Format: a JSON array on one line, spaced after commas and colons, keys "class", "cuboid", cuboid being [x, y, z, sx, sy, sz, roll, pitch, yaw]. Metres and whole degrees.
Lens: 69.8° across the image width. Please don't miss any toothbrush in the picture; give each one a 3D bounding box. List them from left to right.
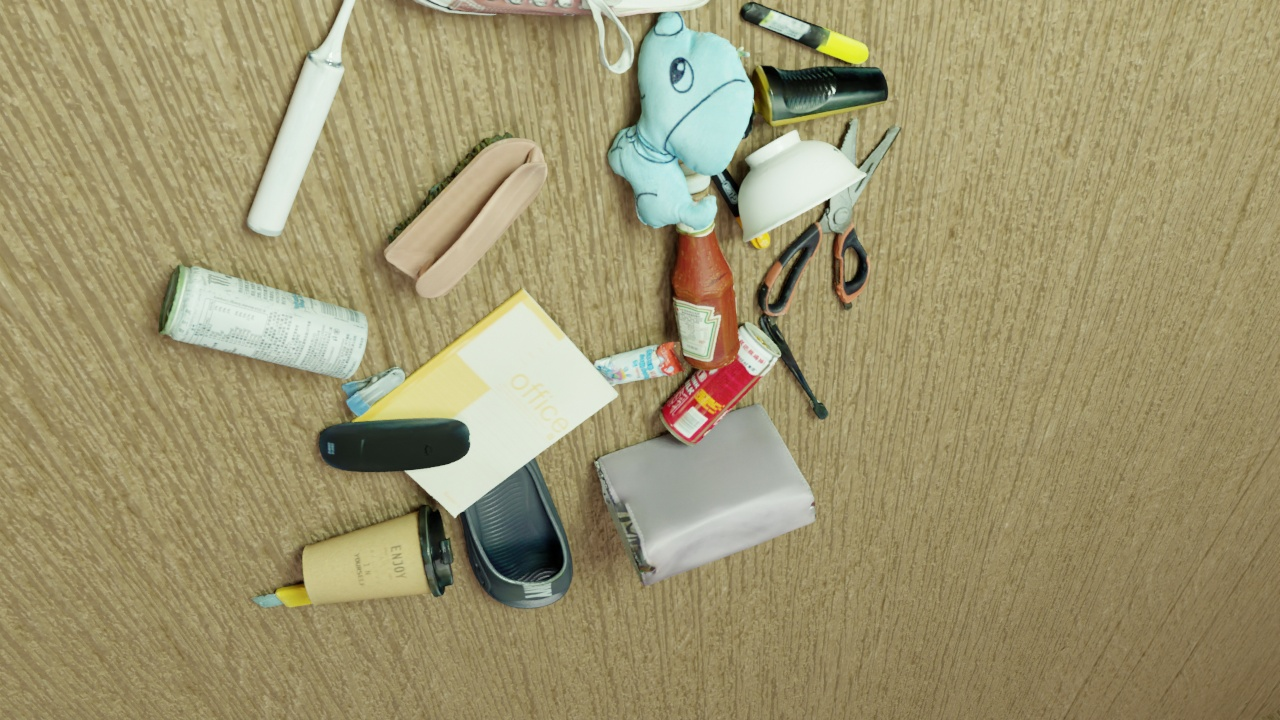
[{"class": "toothbrush", "cuboid": [-0.230, -0.184, 0.644, 0.221, 0.026, 0.026, -58, 165, 26]}, {"class": "toothbrush", "cuboid": [0.167, 0.008, 0.995, 0.015, 0.018, 0.181, -35, 131, 4]}]

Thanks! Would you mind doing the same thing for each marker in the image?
[{"class": "marker", "cuboid": [0.087, -0.144, 0.829, 0.018, 0.015, 0.124, -38, 131, 3]}, {"class": "marker", "cuboid": [0.135, -0.267, 0.749, 0.124, 0.015, 0.018, 9, 122, -27]}]

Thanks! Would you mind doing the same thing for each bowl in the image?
[{"class": "bowl", "cuboid": [0.126, -0.158, 0.791, 0.118, 0.118, 0.065, -30, 95, 1]}]

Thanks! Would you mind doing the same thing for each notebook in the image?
[{"class": "notebook", "cuboid": [-0.144, 0.045, 0.864, 0.206, 0.010, 0.146, -36, 117, 8]}]

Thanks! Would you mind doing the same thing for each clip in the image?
[{"class": "clip", "cuboid": [-0.237, 0.023, 0.823, 0.058, 0.044, 0.027, -30, 133, -6]}]

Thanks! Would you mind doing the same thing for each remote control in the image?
[{"class": "remote control", "cuboid": [-0.226, 0.080, 0.845, 0.136, 0.024, 0.053, -3, 115, -9]}]

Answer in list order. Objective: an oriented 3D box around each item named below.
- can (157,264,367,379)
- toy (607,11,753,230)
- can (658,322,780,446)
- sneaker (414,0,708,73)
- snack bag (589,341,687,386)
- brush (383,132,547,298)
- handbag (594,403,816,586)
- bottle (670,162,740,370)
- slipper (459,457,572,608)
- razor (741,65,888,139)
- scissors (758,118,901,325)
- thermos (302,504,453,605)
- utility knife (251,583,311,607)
[{"class": "can", "cuboid": [-0.294, -0.029, 0.725, 0.146, 0.058, 0.058, 16, 119, -34]}, {"class": "toy", "cuboid": [0.033, -0.185, 0.720, 0.157, 0.049, 0.161, -22, 101, 36]}, {"class": "can", "cuboid": [0.081, 0.024, 0.941, 0.053, 0.053, 0.133, 27, 113, -38]}, {"class": "sneaker", "cuboid": [-0.050, -0.265, 0.615, 0.240, 0.087, 0.118, -4, 129, -22]}, {"class": "snack bag", "cuboid": [-0.005, 0.005, 0.894, 0.105, 0.026, 0.045, -12, 139, 19]}, {"class": "brush", "cuboid": [-0.129, -0.115, 0.718, 0.146, 0.073, 0.063, -43, 131, 11]}, {"class": "handbag", "cuboid": [0.068, 0.145, 0.976, 0.197, 0.145, 0.098, -19, 130, -8]}, {"class": "bottle", "cuboid": [0.055, -0.084, 0.838, 0.059, 0.059, 0.206, -18, 130, -9]}, {"class": "slipper", "cuboid": [-0.132, 0.199, 0.975, 0.110, 0.083, 0.268, -17, 131, -8]}, {"class": "razor", "cuboid": [0.136, -0.220, 0.768, 0.167, 0.062, 0.068, -13, 162, -21]}, {"class": "scissors", "cuboid": [0.186, -0.123, 0.890, 0.189, 0.015, 0.224, -33, 134, 1]}, {"class": "thermos", "cuboid": [-0.258, 0.200, 0.919, 0.143, 0.093, 0.093, -10, 131, -7]}, {"class": "utility knife", "cuboid": [-0.316, 0.237, 0.969, 0.177, 0.015, 0.033, -7, 124, -17]}]
